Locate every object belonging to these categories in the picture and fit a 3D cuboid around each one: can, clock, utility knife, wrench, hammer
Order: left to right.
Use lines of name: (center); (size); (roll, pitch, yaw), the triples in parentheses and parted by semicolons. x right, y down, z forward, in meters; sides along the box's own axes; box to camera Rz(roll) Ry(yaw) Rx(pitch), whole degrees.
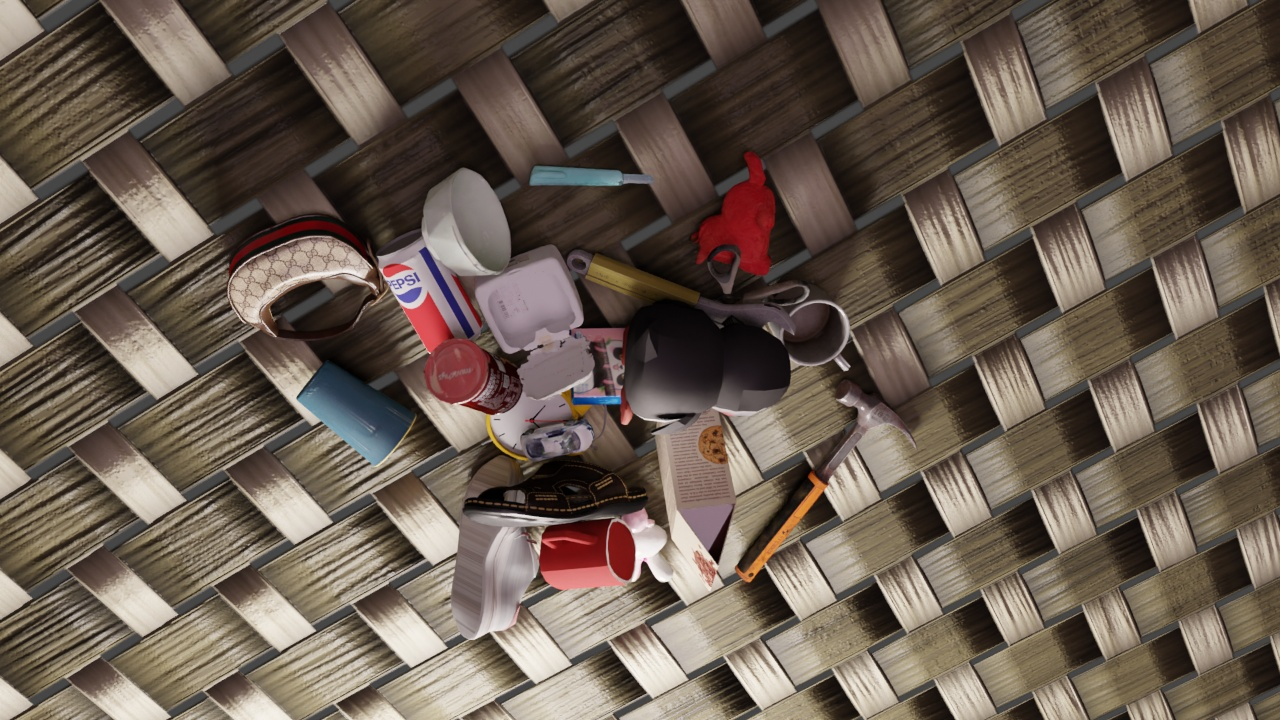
can: (-0.235, -0.075, 1.027); (0.070, 0.070, 0.132); (-24, 115, 3)
clock: (-0.118, 0.067, 1.121); (0.152, 0.052, 0.114); (1, 114, -4)
utility knife: (-0.053, -0.204, 1.023); (0.141, 0.015, 0.022); (0, 96, -8)
wrench: (0.044, -0.073, 1.055); (0.273, 0.018, 0.084); (22, 139, -1)
hammer: (0.237, 0.180, 1.230); (0.137, 0.035, 0.315); (28, 109, -19)

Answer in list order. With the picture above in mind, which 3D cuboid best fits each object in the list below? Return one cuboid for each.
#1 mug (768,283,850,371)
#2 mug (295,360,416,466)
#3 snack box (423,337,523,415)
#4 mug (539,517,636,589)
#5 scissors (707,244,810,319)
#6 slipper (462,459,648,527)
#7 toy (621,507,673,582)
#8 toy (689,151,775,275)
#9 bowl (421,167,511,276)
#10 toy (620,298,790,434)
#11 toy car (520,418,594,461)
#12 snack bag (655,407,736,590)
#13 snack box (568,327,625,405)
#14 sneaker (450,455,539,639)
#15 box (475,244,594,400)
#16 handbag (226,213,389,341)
mug: (0.209, -0.035, 1.105); (0.084, 0.070, 0.113); (-41, 113, 11)
mug: (-0.336, 0.058, 1.077); (0.121, 0.078, 0.078); (40, 104, -17)
snack box: (-0.183, 0.020, 1.026); (0.072, 0.121, 0.072); (-2, 80, 12)
mug: (-0.073, 0.240, 1.162); (0.097, 0.080, 0.116); (-11, 147, 24)
scissors: (0.115, -0.078, 1.056); (0.157, 0.012, 0.171); (3, 148, 11)
slipper: (-0.095, 0.156, 1.102); (0.267, 0.113, 0.075); (4, 78, -48)
toy: (0.000, 0.246, 1.226); (0.079, 0.038, 0.123); (-5, 116, 11)
toy: (0.105, -0.165, 1.029); (0.094, 0.088, 0.133); (5, 114, 1)
bowl: (-0.194, -0.141, 0.986); (0.061, 0.117, 0.117); (-15, 117, 20)
toy: (0.077, 0.003, 1.006); (0.184, 0.158, 0.140); (5, 155, -8)
toy car: (-0.099, 0.097, 1.091); (0.090, 0.027, 0.039); (-13, 111, 7)
snack bag: (0.069, 0.160, 1.092); (0.070, 0.206, 0.094); (-6, 150, -6)
snack box: (-0.006, 0.006, 1.090); (0.154, 0.033, 0.088); (-1, 71, -8)
sneaker: (-0.172, 0.236, 1.173); (0.089, 0.099, 0.236); (6, 98, -46)
box: (-0.115, -0.031, 1.031); (0.107, 0.132, 0.152); (-20, 115, 4)
handbag: (-0.366, -0.086, 1.019); (0.166, 0.063, 0.138); (-23, 132, -1)
